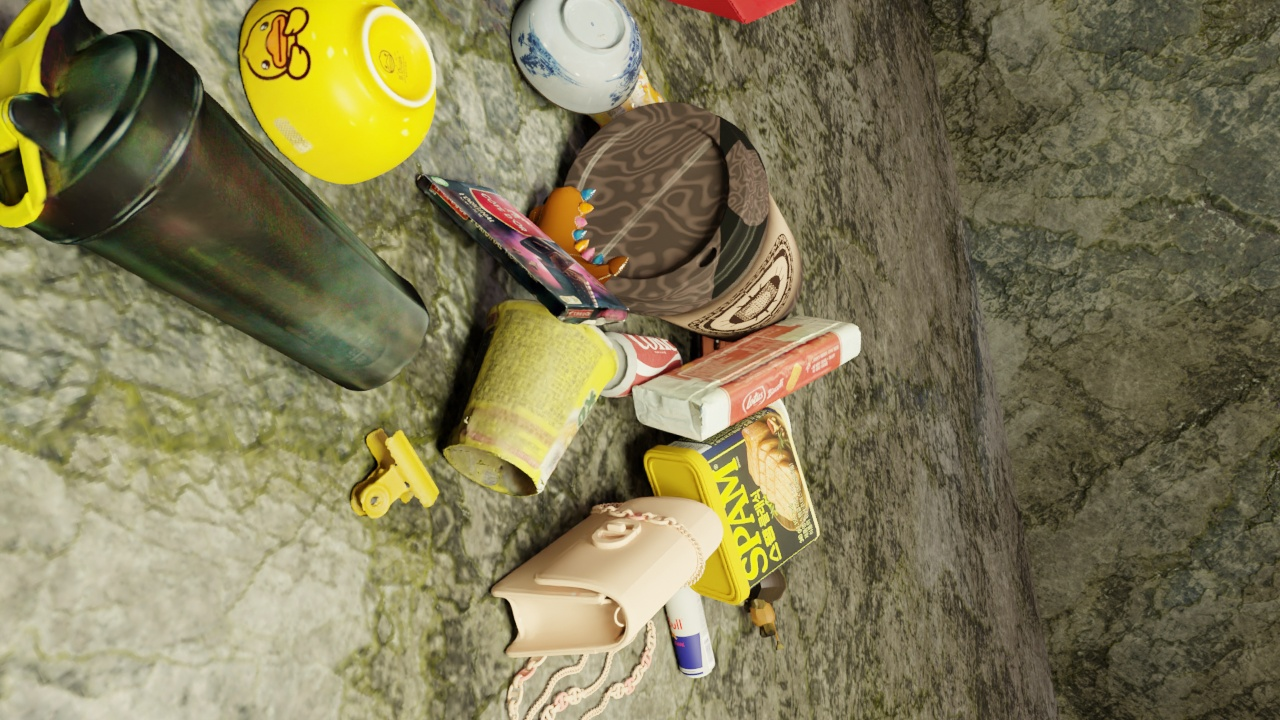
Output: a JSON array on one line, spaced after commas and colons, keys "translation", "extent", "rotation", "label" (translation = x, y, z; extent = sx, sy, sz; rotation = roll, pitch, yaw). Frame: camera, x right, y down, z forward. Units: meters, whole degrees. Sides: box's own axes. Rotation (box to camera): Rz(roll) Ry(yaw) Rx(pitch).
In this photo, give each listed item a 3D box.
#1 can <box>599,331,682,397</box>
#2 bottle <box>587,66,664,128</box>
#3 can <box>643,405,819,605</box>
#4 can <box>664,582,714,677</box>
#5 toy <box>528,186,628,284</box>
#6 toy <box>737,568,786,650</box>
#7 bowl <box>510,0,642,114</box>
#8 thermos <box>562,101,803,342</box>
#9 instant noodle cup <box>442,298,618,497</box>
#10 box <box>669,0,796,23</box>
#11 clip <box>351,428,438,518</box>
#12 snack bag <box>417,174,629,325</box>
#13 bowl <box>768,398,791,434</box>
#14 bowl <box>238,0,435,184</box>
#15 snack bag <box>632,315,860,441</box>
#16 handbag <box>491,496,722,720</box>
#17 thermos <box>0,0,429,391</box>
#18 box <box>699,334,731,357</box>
[{"translation": [-0.005, 0.005, 0.783], "extent": [0.096, 0.054, 0.054], "rotation": [4, 79, -60], "label": "can"}, {"translation": [-0.027, -0.242, 0.799], "extent": [0.109, 0.063, 0.063], "rotation": [54, 38, -21], "label": "bottle"}, {"translation": [0.079, 0.115, 0.767], "extent": [0.104, 0.075, 0.135], "rotation": [-27, 106, -33], "label": "can"}, {"translation": [0.042, 0.236, 0.826], "extent": [0.032, 0.032, 0.095], "rotation": [-26, 105, -59], "label": "can"}, {"translation": [-0.048, -0.091, 0.688], "extent": [0.070, 0.103, 0.090], "rotation": [37, 58, -49], "label": "toy"}, {"translation": [0.123, 0.246, 0.937], "extent": [0.076, 0.062, 0.100], "rotation": [104, -27, -69], "label": "toy"}, {"translation": [-0.043, -0.260, 0.735], "extent": [0.114, 0.045, 0.114], "rotation": [6, 74, -23], "label": "bowl"}, {"translation": [0.053, -0.103, 0.809], "extent": [0.226, 0.173, 0.172], "rotation": [26, 60, -63], "label": "thermos"}, {"translation": [-0.077, 0.029, 0.617], "extent": [0.102, 0.102, 0.108], "rotation": [51, 50, -42], "label": "instant noodle cup"}, {"translation": [0.129, -0.402, 0.777], "extent": [0.211, 0.411, 0.107], "rotation": [34, 66, -51], "label": "box"}, {"translation": [-0.147, 0.072, 0.544], "extent": [0.048, 0.045, 0.054], "rotation": [-96, 165, -63], "label": "clip"}, {"translation": [-0.079, -0.074, 0.614], "extent": [0.155, 0.018, 0.074], "rotation": [42, 21, 23], "label": "snack bag"}, {"translation": [0.084, 0.070, 0.845], "extent": [0.104, 0.054, 0.105], "rotation": [-2, 93, -33], "label": "bowl"}, {"translation": [-0.163, -0.168, 0.536], "extent": [0.117, 0.068, 0.117], "rotation": [23, 63, -56], "label": "bowl"}, {"translation": [0.097, 0.009, 0.787], "extent": [0.224, 0.078, 0.041], "rotation": [-25, 117, -40], "label": "snack bag"}, {"translation": [0.001, 0.203, 0.677], "extent": [0.198, 0.117, 0.187], "rotation": [-28, 107, -59], "label": "handbag"}, {"translation": [-0.195, -0.061, 0.434], "extent": [0.221, 0.098, 0.098], "rotation": [47, 44, -52], "label": "thermos"}, {"translation": [0.087, -0.024, 0.930], "extent": [0.054, 0.079, 0.187], "rotation": [8, 76, -31], "label": "box"}]
